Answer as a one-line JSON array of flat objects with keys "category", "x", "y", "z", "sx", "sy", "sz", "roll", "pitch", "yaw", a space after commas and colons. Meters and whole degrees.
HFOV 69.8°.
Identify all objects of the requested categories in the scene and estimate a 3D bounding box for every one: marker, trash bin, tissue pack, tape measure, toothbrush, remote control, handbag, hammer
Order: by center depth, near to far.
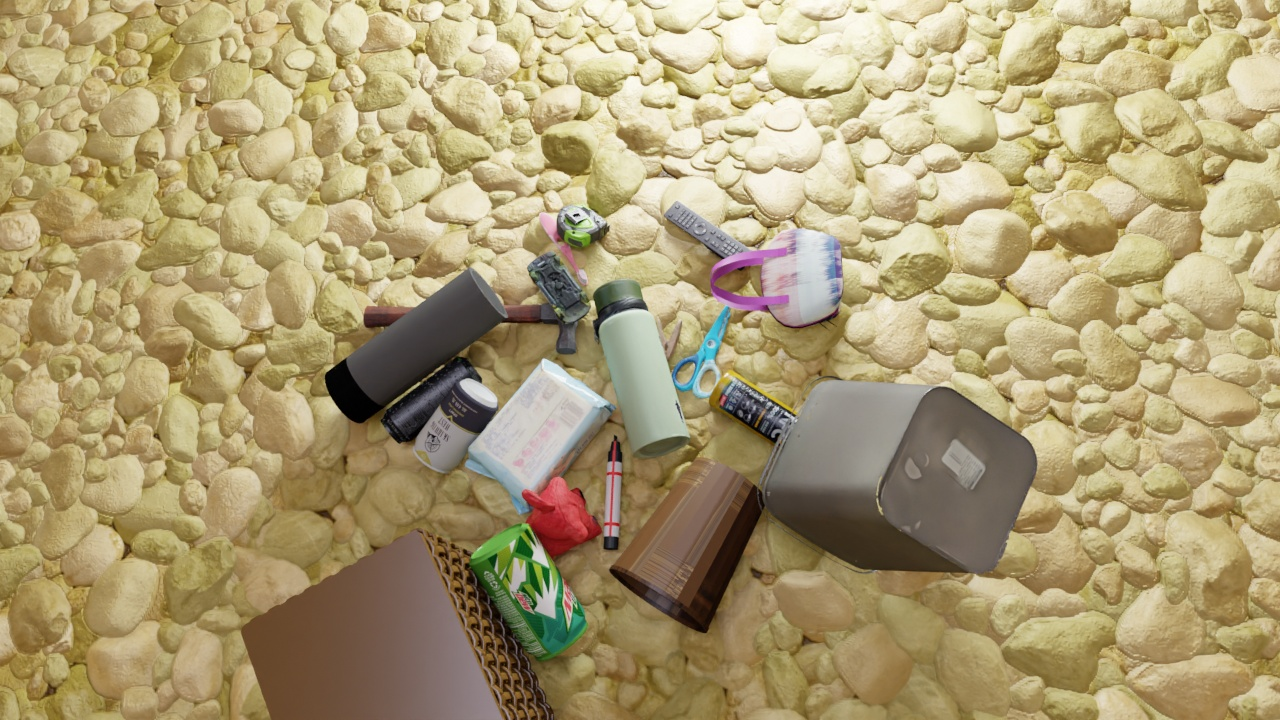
[{"category": "trash bin", "x": 0.277, "y": 0.125, "z": 0.990, "sx": 0.197, "sy": 0.220, "sz": 0.197, "roll": 32, "pitch": 77, "yaw": -11}, {"category": "marker", "x": -0.034, "y": 0.165, "z": 1.159, "sx": 0.019, "sy": 0.019, "sz": 0.145, "roll": 0, "pitch": 71, "yaw": 7}, {"category": "tissue pack", "x": -0.130, "y": 0.096, "z": 1.170, "sx": 0.112, "sy": 0.070, "sz": 0.181, "roll": 36, "pitch": 81, "yaw": 18}, {"category": "handbag", "x": 0.177, "y": -0.105, "z": 1.202, "sx": 0.170, "sy": 0.068, "sz": 0.144, "roll": -2, "pitch": 72, "yaw": 9}, {"category": "remote control", "x": 0.093, "y": -0.172, "z": 1.262, "sx": 0.136, "sy": 0.015, "sz": 0.032, "roll": 37, "pitch": 79, "yaw": 18}, {"category": "hammer", "x": -0.235, "y": -0.063, "z": 1.262, "sx": 0.301, "sy": 0.028, "sz": 0.111, "roll": -1, "pitch": 72, "yaw": 8}, {"category": "tape measure", "x": -0.086, "y": -0.190, "z": 1.274, "sx": 0.065, "sy": 0.036, "sz": 0.058, "roll": 40, "pitch": 61, "yaw": 17}, {"category": "toothbrush", "x": -0.108, "y": -0.159, "z": 1.284, "sx": 0.021, "sy": 0.016, "sz": 0.135, "roll": -26, "pitch": 69, "yaw": -17}]

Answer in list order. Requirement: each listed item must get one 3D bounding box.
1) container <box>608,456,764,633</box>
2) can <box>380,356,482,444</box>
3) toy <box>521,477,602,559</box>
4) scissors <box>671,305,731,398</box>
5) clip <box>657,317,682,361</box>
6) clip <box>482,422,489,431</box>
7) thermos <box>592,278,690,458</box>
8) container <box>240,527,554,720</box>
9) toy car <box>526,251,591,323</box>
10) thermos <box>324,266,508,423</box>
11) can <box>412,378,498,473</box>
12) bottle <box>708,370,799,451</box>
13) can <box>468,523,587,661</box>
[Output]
[{"category": "container", "x": 0.063, "y": 0.210, "z": 1.078, "sx": 0.132, "sy": 0.132, "sz": 0.167, "roll": 29, "pitch": 71, "yaw": 16}, {"category": "can", "x": -0.274, "y": 0.052, "z": 1.212, "sx": 0.137, "sy": 0.054, "sz": 0.054, "roll": -38, "pitch": 70, "yaw": -6}, {"category": "toy", "x": -0.113, "y": 0.197, "z": 1.105, "sx": 0.094, "sy": 0.133, "sz": 0.088, "roll": -32, "pitch": 59, "yaw": 5}, {"category": "scissors", "x": 0.091, "y": -0.015, "z": 1.210, "sx": 0.066, "sy": 0.015, "sz": 0.134, "roll": 21, "pitch": 77, "yaw": 16}, {"category": "clip", "x": 0.042, "y": -0.030, "z": 1.216, "sx": 0.039, "sy": 0.024, "sz": 0.060, "roll": -10, "pitch": 80, "yaw": 7}, {"category": "clip", "x": -0.204, "y": 0.103, "z": 1.208, "sx": 0.014, "sy": 0.041, "sz": 0.052, "roll": 26, "pitch": 108, "yaw": 17}, {"category": "thermos", "x": -0.007, "y": 0.007, "z": 1.181, "sx": 0.082, "sy": 0.082, "sz": 0.231, "roll": -17, "pitch": 70, "yaw": 1}, {"category": "container", "x": -0.255, "y": 0.360, "z": 1.015, "sx": 0.219, "sy": 0.214, "sz": 0.251, "roll": -29, "pitch": 70, "yaw": -3}, {"category": "toy car", "x": -0.108, "y": -0.095, "z": 1.223, "sx": 0.048, "sy": 0.033, "sz": 0.105, "roll": -33, "pitch": 76, "yaw": -10}, {"category": "thermos", "x": -0.295, "y": -0.019, "z": 1.205, "sx": 0.240, "sy": 0.082, "sz": 0.082, "roll": -35, "pitch": 70, "yaw": 4}, {"category": "can", "x": -0.240, "y": 0.088, "z": 1.176, "sx": 0.064, "sy": 0.064, "sz": 0.127, "roll": 40, "pitch": 100, "yaw": 18}, {"category": "bottle", "x": 0.174, "y": 0.082, "z": 1.142, "sx": 0.186, "sy": 0.053, "sz": 0.053, "roll": 33, "pitch": 78, "yaw": 17}, {"category": "can", "x": -0.130, "y": 0.271, "z": 1.077, "sx": 0.083, "sy": 0.083, "sz": 0.144, "roll": -32, "pitch": 95, "yaw": -5}]
